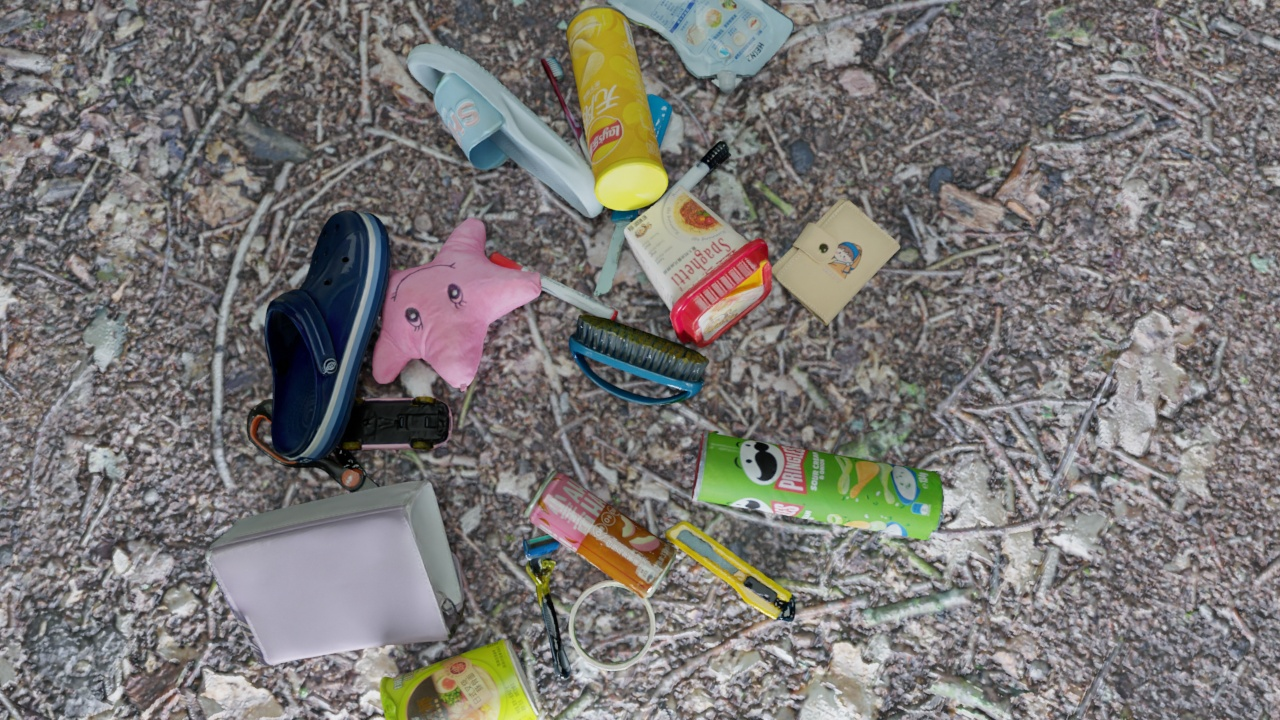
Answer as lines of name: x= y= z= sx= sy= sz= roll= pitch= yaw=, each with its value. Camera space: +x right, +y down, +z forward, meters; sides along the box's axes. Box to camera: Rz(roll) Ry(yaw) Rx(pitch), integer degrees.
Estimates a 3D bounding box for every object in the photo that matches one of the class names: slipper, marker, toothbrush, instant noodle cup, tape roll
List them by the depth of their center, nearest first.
instant noodle cup: x=-0.165 y=0.323 z=0.864 sx=0.123 sy=0.112 sz=0.111 roll=-24 pitch=83 yaw=-10
slipper: x=-0.321 y=-0.029 z=0.891 sx=0.105 sy=0.095 sz=0.252 roll=5 pitch=81 yaw=38
tape roll: x=-0.028 y=0.262 z=0.910 sx=0.086 sy=0.014 sz=0.085 roll=0 pitch=83 yaw=1
instant noodle cup: x=0.054 y=-0.096 z=0.913 sx=0.116 sy=0.117 sz=0.124 roll=-39 pitch=72 yaw=-4
slipper: x=-0.141 y=-0.222 z=0.935 sx=0.245 sy=0.104 sz=0.074 roll=40 pitch=84 yaw=-1
marker: x=-0.091 y=-0.076 z=0.955 sx=0.145 sy=0.017 sz=0.017 roll=26 pitch=83 yaw=4
marker: x=0.046 y=-0.181 z=0.966 sx=0.022 sy=0.018 sz=0.130 roll=44 pitch=85 yaw=-3
toothbrush: x=-0.063 y=-0.243 z=0.974 sx=0.017 sy=0.016 sz=0.187 roll=-22 pitch=79 yaw=-12

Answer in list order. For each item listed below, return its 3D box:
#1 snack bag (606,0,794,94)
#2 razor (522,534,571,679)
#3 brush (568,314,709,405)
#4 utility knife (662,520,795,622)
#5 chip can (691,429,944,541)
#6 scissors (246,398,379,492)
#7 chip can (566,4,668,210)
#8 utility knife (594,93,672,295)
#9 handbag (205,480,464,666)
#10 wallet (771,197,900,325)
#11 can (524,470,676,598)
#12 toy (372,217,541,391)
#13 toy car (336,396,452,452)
snack bag: x=0.060 y=-0.374 z=0.982 sx=0.191 sy=0.039 sz=0.110 roll=40 pitch=80 yaw=4
razor: x=-0.090 y=0.245 z=0.911 sx=0.042 sy=0.022 sz=0.142 roll=-7 pitch=84 yaw=-44
brush: x=-0.005 y=0.005 z=0.926 sx=0.144 sy=0.055 sz=0.073 roll=19 pitch=105 yaw=3
utility knife: x=0.090 y=0.210 z=0.914 sx=0.156 sy=0.015 sz=0.033 roll=34 pitch=81 yaw=5
chip can: x=0.171 y=0.122 z=0.897 sx=0.236 sy=0.072 sz=0.072 roll=10 pitch=82 yaw=2
scissors: x=-0.293 y=0.098 z=0.932 sx=0.234 sy=0.022 sz=0.152 roll=21 pitch=83 yaw=4
chip can: x=-0.026 y=-0.256 z=0.918 sx=0.072 sy=0.072 sz=0.213 roll=-10 pitch=64 yaw=-1
utility knife: x=-0.011 y=-0.174 z=0.966 sx=0.034 sy=0.018 sz=0.225 roll=15 pitch=84 yaw=23
handbag: x=-0.281 y=0.204 z=0.873 sx=0.197 sy=0.098 sz=0.145 roll=-12 pitch=101 yaw=6
wallet: x=0.199 y=-0.106 z=0.951 sx=0.087 sy=0.024 sz=0.115 roll=43 pitch=86 yaw=7
can: x=-0.039 y=0.170 z=0.900 sx=0.147 sy=0.058 sz=0.058 roll=33 pitch=84 yaw=5
toy: x=-0.190 y=-0.049 z=0.919 sx=0.195 sy=0.074 sz=0.178 roll=-25 pitch=67 yaw=5
toy car: x=-0.252 y=0.064 z=0.927 sx=0.122 sy=0.037 sz=0.056 roll=0 pitch=76 yaw=-2
